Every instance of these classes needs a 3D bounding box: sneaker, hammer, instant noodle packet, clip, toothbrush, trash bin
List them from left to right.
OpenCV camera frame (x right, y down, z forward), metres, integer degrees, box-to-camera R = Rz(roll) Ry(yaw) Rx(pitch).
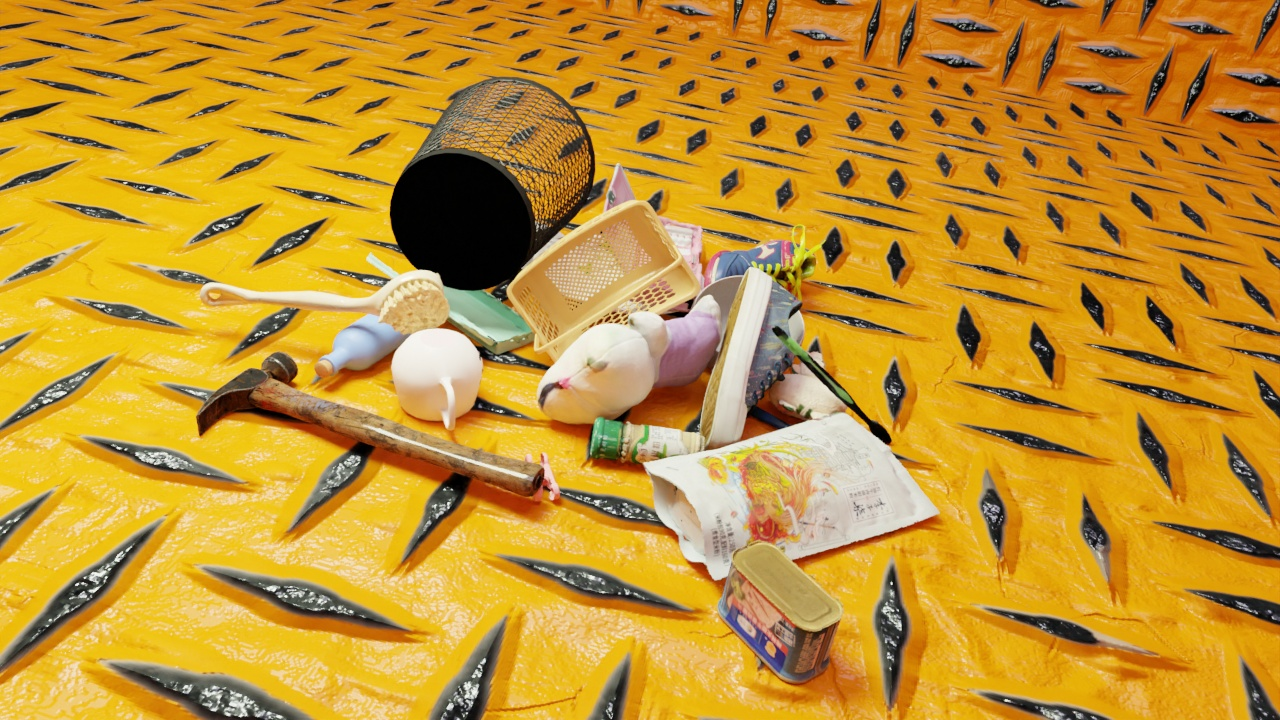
[{"bbox_3d":[-0.247,0.071,0.852,0.330,0.033,0.119,15,35,16],"label":"hammer"},{"bbox_3d":[-0.182,-0.208,1.115,0.217,0.217,0.242,11,30,3],"label":"trash bin"},{"bbox_3d":[-0.086,0.108,0.855,0.041,0.023,0.059,3,37,-15],"label":"clip"},{"bbox_3d":[0.123,0.003,0.968,0.079,0.088,0.234,20,56,-2],"label":"sneaker"},{"bbox_3d":[0.162,-0.116,1.198,0.091,0.116,0.241,14,23,28],"label":"sneaker"},{"bbox_3d":[0.159,0.069,0.986,0.190,0.017,0.016,28,35,28],"label":"toothbrush"},{"bbox_3d":[0.145,0.117,0.862,0.268,0.057,0.146,-10,49,-30],"label":"instant noodle packet"},{"bbox_3d":[0.204,0.026,0.976,0.188,0.014,0.017,43,13,-14],"label":"toothbrush"}]

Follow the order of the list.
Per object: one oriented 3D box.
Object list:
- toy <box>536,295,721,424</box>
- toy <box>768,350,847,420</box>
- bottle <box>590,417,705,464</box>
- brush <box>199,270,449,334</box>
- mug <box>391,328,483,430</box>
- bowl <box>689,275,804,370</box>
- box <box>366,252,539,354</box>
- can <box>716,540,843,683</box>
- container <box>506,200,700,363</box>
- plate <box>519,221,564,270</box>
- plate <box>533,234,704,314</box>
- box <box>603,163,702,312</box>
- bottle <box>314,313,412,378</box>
[{"bbox_3d":[-0.006,0.006,0.962,0.208,0.138,0.085,-20,74,-42],"label":"toy"},{"bbox_3d":[0.185,0.038,1.011,0.087,0.050,0.112,14,32,2],"label":"toy"},{"bbox_3d":[0.007,0.083,0.900,0.110,0.043,0.042,9,31,-3],"label":"bottle"},{"bbox_3d":[-0.332,-0.064,0.960,0.272,0.062,0.077,1,24,6],"label":"brush"},{"bbox_3d":[-0.199,0.019,0.916,0.090,0.076,0.124,-5,33,-22],"label":"mug"},{"bbox_3d":[0.120,-0.029,1.078,0.132,0.064,0.131,5,55,-7],"label":"bowl"},{"bbox_3d":[-0.224,-0.067,1.079,0.187,0.056,0.137,32,20,34],"label":"box"},{"bbox_3d":[0.109,0.196,0.722,0.053,0.059,0.100,-15,39,-35],"label":"can"},{"bbox_3d":[-0.042,-0.083,1.007,0.183,0.129,0.167,-32,20,7],"label":"container"},{"bbox_3d":[-0.184,-0.157,1.269,0.173,0.019,0.172,7,31,-4],"label":"plate"},{"bbox_3d":[-0.028,-0.106,1.211,0.229,0.030,0.229,8,31,-5],"label":"plate"},{"bbox_3d":[0.007,-0.153,1.203,0.172,0.075,0.232,36,27,-14],"label":"box"},{"bbox_3d":[-0.297,-0.017,0.979,0.048,0.048,0.130,19,32,16],"label":"bottle"}]
